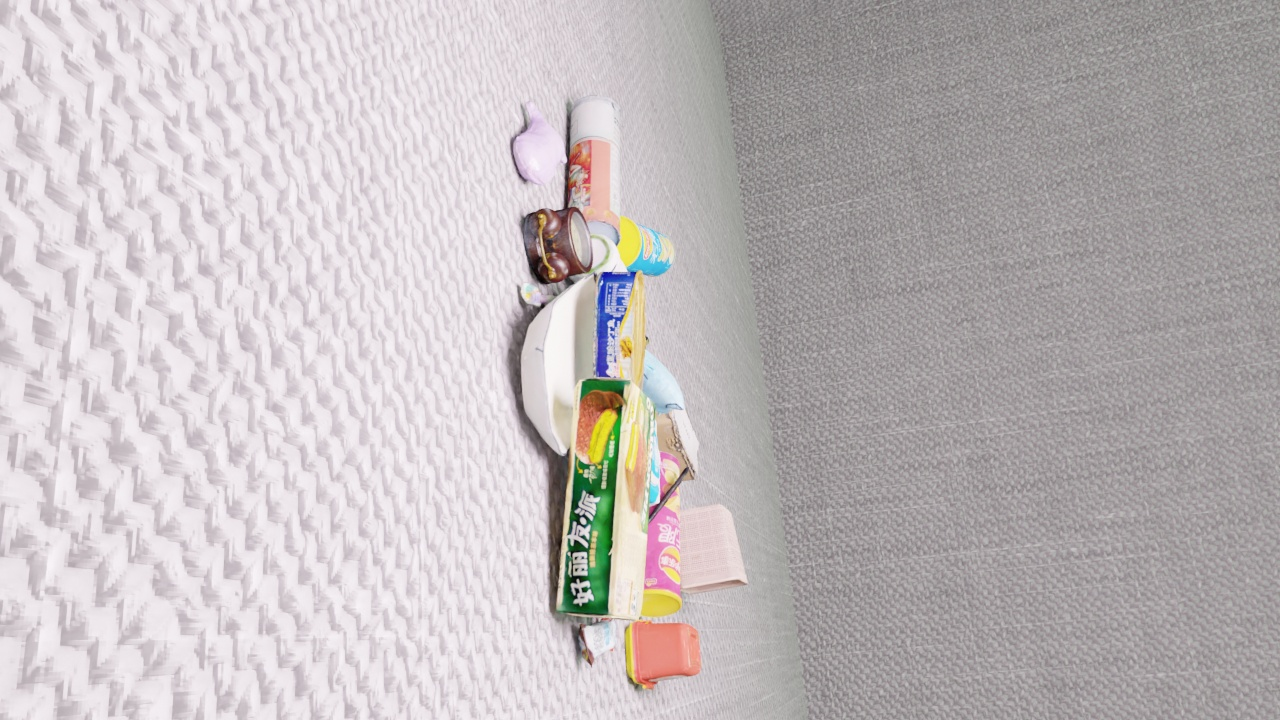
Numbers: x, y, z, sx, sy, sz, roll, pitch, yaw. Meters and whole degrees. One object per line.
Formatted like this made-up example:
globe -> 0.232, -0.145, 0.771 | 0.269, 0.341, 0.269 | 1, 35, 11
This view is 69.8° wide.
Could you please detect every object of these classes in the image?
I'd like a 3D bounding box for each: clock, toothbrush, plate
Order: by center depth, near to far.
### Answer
plate -> -0.079, -0.003, 0.983 | 0.265, 0.034, 0.162 | -59, 148, -70
clock -> -0.093, -0.127, 1.008 | 0.121, 0.055, 0.082 | -35, 115, -74
toothbrush -> -0.096, -0.068, 1.033 | 0.029, 0.020, 0.189 | 61, 10, 6
toothbrush -> 0.018, 0.198, 1.163 | 0.180, 0.018, 0.016 | -51, 169, -37

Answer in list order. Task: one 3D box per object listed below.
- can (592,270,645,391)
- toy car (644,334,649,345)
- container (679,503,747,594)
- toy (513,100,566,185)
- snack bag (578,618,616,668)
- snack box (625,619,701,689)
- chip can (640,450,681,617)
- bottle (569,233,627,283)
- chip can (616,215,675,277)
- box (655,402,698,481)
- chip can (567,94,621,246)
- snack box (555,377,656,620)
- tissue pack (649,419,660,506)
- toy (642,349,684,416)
can -> -0.024, -0.029, 1.049 | 0.074, 0.049, 0.148 | -6, 97, -81
toy car -> -0.010, -0.024, 1.326 | 0.091, 0.036, 0.043 | -84, 161, -51
container -> 0.096, 0.272, 1.325 | 0.090, 0.090, 0.110 | 47, 32, -66
toy -> -0.115, -0.238, 1.031 | 0.084, 0.039, 0.107 | 57, 28, -27
snack bag -> -0.045, 0.297, 0.981 | 0.104, 0.026, 0.048 | 16, 59, -75
snack box -> 0.030, 0.363, 1.138 | 0.091, 0.080, 0.082 | 52, 32, -64
chip can -> 0.018, 0.223, 1.201 | 0.071, 0.071, 0.210 | 66, 20, -47
bottle -> -0.041, -0.089, 1.183 | 0.197, 0.068, 0.068 | 61, 23, -64
chip can -> -0.007, -0.158, 1.297 | 0.210, 0.071, 0.071 | -9, 90, -75
box -> 0.047, 0.117, 1.427 | 0.089, 0.061, 0.184 | -85, 163, -44
chip can -> -0.059, -0.243, 1.193 | 0.071, 0.071, 0.214 | 60, 25, -57
snack box -> -0.032, 0.146, 0.959 | 0.114, 0.063, 0.239 | 47, 45, -69
tissue pack -> -0.012, 0.116, 1.163 | 0.090, 0.063, 0.139 | 53, 31, -60
toy -> -0.007, 0.007, 1.150 | 0.161, 0.049, 0.156 | 34, -22, 43
